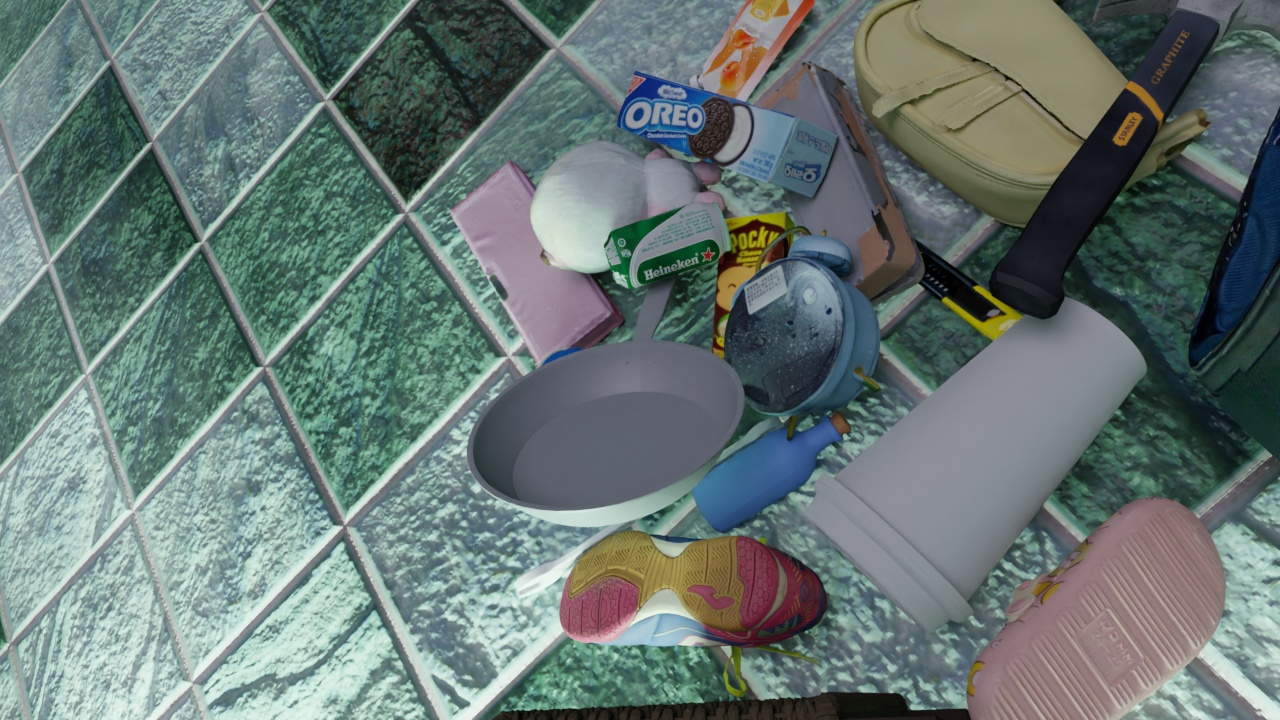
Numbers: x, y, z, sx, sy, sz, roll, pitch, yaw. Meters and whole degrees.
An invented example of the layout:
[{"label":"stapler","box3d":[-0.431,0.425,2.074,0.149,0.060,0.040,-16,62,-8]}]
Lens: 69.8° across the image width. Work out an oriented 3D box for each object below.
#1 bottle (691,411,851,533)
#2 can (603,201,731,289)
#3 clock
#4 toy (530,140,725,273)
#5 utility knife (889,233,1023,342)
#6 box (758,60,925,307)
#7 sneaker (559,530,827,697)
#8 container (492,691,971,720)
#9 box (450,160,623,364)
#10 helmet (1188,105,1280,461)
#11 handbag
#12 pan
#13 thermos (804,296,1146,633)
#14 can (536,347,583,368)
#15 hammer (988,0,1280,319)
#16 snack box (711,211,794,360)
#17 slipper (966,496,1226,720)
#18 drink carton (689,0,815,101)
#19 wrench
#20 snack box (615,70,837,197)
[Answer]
[{"label":"bottle","box3d":[0.105,0.082,0.717,0.131,0.048,0.048,-35,60,14]},{"label":"can","box3d":[0.022,-0.097,0.774,0.101,0.053,0.053,-19,63,-2]},{"label":"clock","box3d":[0.118,-0.030,0.691,0.118,0.060,0.162,-33,56,43]},{"label":"toy","box3d":[-0.013,-0.147,0.839,0.179,0.102,0.138,-7,52,2]},{"label":"utility knife","box3d":[0.221,-0.076,0.726,0.029,0.020,0.213,-48,54,7]},{"label":"box","box3d":[0.158,-0.145,0.752,0.081,0.062,0.216,-38,53,37]},{"label":"sneaker","box3d":[0.034,0.192,0.710,0.242,0.091,0.116,-17,59,45]},{"label":"container","box3d":[0.086,0.275,0.510,0.205,0.321,0.176,-14,67,18]},{"label":"box","box3d":[-0.106,-0.096,0.906,0.098,0.037,0.232,-39,59,7]},{"label":"helmet","box3d":[0.449,-0.055,0.469,0.236,0.249,0.315,24,60,20]},{"label":"handbag","box3d":[0.278,-0.204,0.697,0.191,0.088,0.232,-31,62,10]},{"label":"pan","box3d":[-0.004,0.004,0.719,0.201,0.051,0.355,-2,33,19]},{"label":"thermos","box3d":[0.227,0.063,0.618,0.222,0.131,0.131,-46,57,-1]},{"label":"can","box3d":[-0.019,0.043,0.781,0.146,0.079,0.079,20,83,33]},{"label":"hammer","box3d":[0.326,-0.149,0.602,0.139,0.035,0.311,31,71,23]},{"label":"snack box","box3d":[0.095,-0.052,0.782,0.061,0.025,0.148,-3,72,27]},{"label":"slipper","box3d":[0.275,0.168,0.574,0.197,0.082,0.093,-40,89,-13]},{"label":"drink carton","box3d":[0.102,-0.296,0.861,0.069,0.038,0.122,41,101,32]},{"label":"wrench","box3d":[0.003,0.125,0.764,0.274,0.047,0.009,-35,67,12]},{"label":"snack box","box3d":[0.066,-0.199,0.793,0.226,0.059,0.059,36,111,47]}]
